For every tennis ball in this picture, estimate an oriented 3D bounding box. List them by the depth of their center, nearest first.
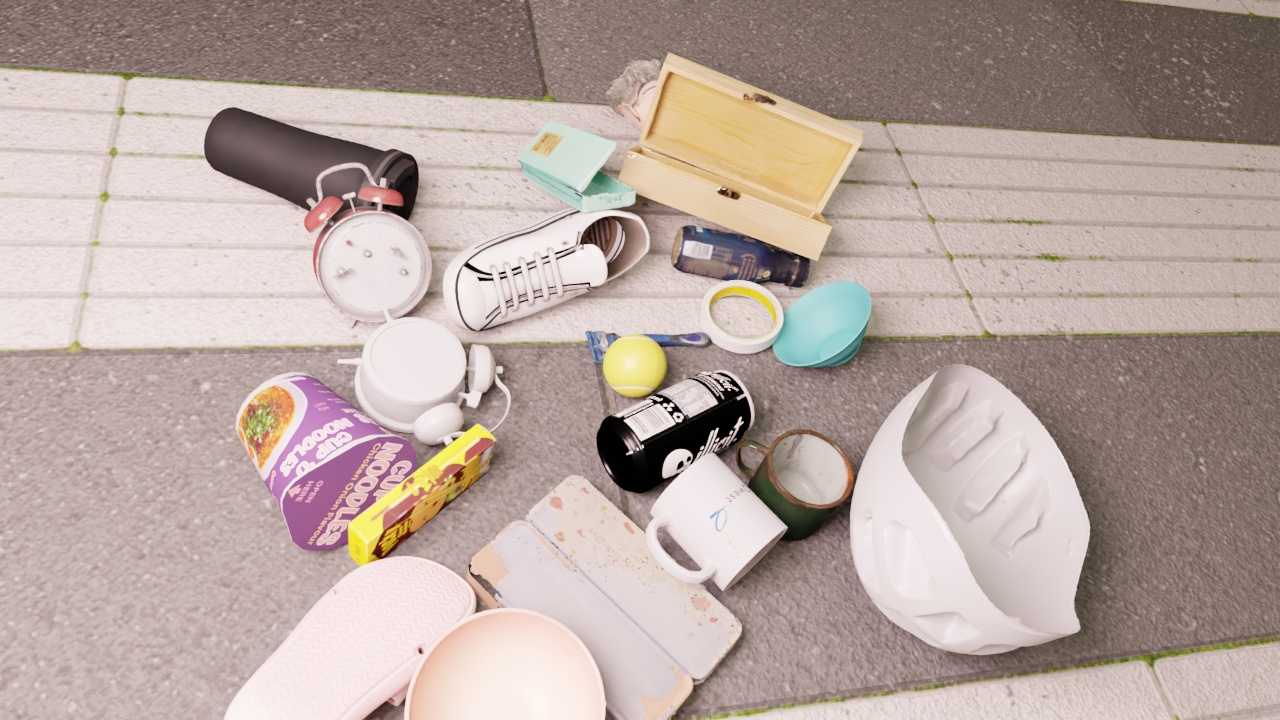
[{"bbox_3d":[-0.006,0.006,0.945,0.065,0.065,0.065,8,53,-10],"label":"tennis ball"}]

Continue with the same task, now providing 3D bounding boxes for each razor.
[{"bbox_3d":[0.012,-0.022,1.000,0.140,0.018,0.043,-4,55,-18],"label":"razor"}]

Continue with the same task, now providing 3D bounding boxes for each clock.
[{"bbox_3d":[-0.202,0.023,0.886,0.159,0.061,0.119,29,52,1],"label":"clock"},{"bbox_3d":[-0.269,-0.113,0.902,0.109,0.157,0.062,-20,21,-17],"label":"clock"}]

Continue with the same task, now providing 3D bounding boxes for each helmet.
[{"bbox_3d":[0.308,0.132,0.857,0.224,0.184,0.281,39,60,-16],"label":"helmet"}]

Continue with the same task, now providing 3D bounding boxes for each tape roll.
[{"bbox_3d":[0.115,-0.050,1.042,0.094,0.019,0.093,3,54,-4],"label":"tape roll"}]

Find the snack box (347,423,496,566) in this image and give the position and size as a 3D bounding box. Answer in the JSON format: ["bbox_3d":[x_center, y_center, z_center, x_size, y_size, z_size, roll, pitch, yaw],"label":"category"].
[{"bbox_3d":[-0.191,0.120,0.811,0.025,0.061,0.148,40,54,14],"label":"snack box"}]

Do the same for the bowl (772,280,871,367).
[{"bbox_3d":[0.212,-0.028,1.027,0.046,0.121,0.120,46,43,-32],"label":"bowl"}]

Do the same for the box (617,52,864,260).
[{"bbox_3d":[0.114,-0.229,1.099,0.248,0.142,0.184,21,85,-2],"label":"box"}]

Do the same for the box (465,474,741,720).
[{"bbox_3d":[-0.030,0.211,0.807,0.216,0.043,0.150,41,49,15],"label":"box"}]

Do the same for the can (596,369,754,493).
[{"bbox_3d":[0.035,0.067,0.901,0.145,0.080,0.080,-24,64,-29],"label":"can"}]

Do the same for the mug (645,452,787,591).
[{"bbox_3d":[0.060,0.156,0.838,0.096,0.083,0.119,45,48,18],"label":"mug"}]

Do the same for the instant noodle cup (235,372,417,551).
[{"bbox_3d":[-0.283,0.076,0.786,0.122,0.136,0.122,39,98,26],"label":"instant noodle cup"}]

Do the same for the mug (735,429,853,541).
[{"bbox_3d":[0.139,0.117,0.892,0.111,0.081,0.084,29,52,6],"label":"mug"}]

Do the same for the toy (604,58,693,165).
[{"bbox_3d":[0.030,-0.329,1.201,0.132,0.076,0.176,-18,69,-26],"label":"toy"}]

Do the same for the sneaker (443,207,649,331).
[{"bbox_3d":[-0.085,-0.096,0.960,0.244,0.091,0.097,-26,28,-35],"label":"sneaker"}]

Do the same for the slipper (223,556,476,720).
[{"bbox_3d":[-0.224,0.233,0.720,0.107,0.056,0.220,32,42,17],"label":"slipper"}]

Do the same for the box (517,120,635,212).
[{"bbox_3d":[-0.079,-0.230,1.038,0.077,0.080,0.189,-13,28,-22],"label":"box"}]

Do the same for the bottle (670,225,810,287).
[{"bbox_3d":[0.118,-0.118,1.077,0.160,0.056,0.056,11,52,-8],"label":"bottle"}]

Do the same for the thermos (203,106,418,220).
[{"bbox_3d":[-0.351,-0.203,0.986,0.219,0.106,0.105,21,51,7],"label":"thermos"}]

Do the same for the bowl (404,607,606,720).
[{"bbox_3d":[-0.107,0.277,0.709,0.153,0.076,0.152,7,54,-11],"label":"bowl"}]
